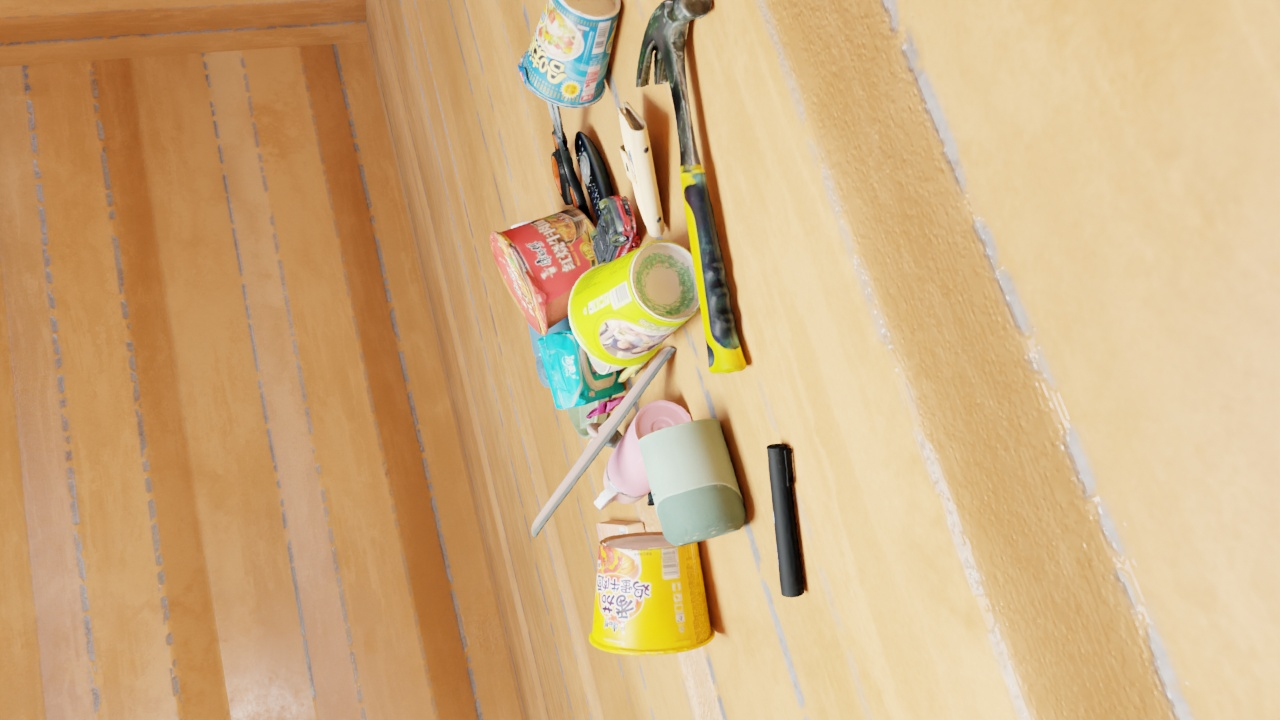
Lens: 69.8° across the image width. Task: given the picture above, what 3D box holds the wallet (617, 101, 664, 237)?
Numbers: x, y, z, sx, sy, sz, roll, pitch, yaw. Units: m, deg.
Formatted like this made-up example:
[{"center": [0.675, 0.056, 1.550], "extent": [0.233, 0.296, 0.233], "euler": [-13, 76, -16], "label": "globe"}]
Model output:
[{"center": [-0.002, -0.192, 0.916], "extent": [0.087, 0.024, 0.115], "euler": [-109, 5, -53], "label": "wallet"}]

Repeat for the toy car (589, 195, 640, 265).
[{"center": [-0.025, -0.138, 1.009], "extent": [0.121, 0.045, 0.053], "euler": [117, 136, -69], "label": "toy car"}]

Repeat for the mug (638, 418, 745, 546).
[{"center": [0.054, 0.119, 0.887], "extent": [0.111, 0.082, 0.106], "euler": [33, -140, -73], "label": "mug"}]

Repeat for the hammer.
[{"center": [0.049, -0.149, 0.808], "extent": [0.126, 0.031, 0.323], "euler": [-177, 76, -71], "label": "hammer"}]

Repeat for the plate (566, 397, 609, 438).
[{"center": [-0.088, -0.004, 1.299], "extent": [0.230, 0.027, 0.230], "euler": [168, 90, -72], "label": "plate"}]

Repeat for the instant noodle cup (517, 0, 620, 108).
[{"center": [-0.069, -0.339, 0.962], "extent": [0.110, 0.099, 0.099], "euler": [-59, 45, 52], "label": "instant noodle cup"}]

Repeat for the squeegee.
[{"center": [-0.043, 0.090, 1.085], "extent": [0.040, 0.247, 0.249], "euler": [36, 177, 7], "label": "squeegee"}]

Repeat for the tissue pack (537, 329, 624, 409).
[{"center": [-0.068, 0.006, 1.127], "extent": [0.133, 0.050, 0.093], "euler": [-17, -87, -66], "label": "tissue pack"}]

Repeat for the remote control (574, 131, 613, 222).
[{"center": [-0.051, -0.211, 1.075], "extent": [0.053, 0.024, 0.136], "euler": [104, 152, -60], "label": "remote control"}]

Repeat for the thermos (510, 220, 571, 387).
[{"center": [-0.122, -0.075, 1.213], "extent": [0.070, 0.070, 0.220], "euler": [175, 85, -72], "label": "thermos"}]

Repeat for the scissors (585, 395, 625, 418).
[{"center": [-0.040, 0.055, 1.151], "extent": [0.017, 0.056, 0.133], "euler": [63, -178, -2], "label": "scissors"}]

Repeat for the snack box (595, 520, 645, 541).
[{"center": [-0.022, 0.263, 1.256], "extent": [0.157, 0.026, 0.084], "euler": [154, 104, -71], "label": "snack box"}]

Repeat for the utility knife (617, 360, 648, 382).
[{"center": [-0.006, 0.006, 1.040], "extent": [0.018, 0.031, 0.166], "euler": [41, 167, 2], "label": "utility knife"}]

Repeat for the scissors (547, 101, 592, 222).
[{"center": [-0.086, -0.245, 1.102], "extent": [0.229, 0.021, 0.190], "euler": [119, 129, -77], "label": "scissors"}]

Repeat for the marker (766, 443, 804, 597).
[{"center": [0.123, 0.135, 0.773], "extent": [0.022, 0.020, 0.132], "euler": [1, 102, 42], "label": "marker"}]

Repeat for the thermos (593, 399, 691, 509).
[{"center": [-0.004, 0.115, 1.031], "extent": [0.067, 0.087, 0.199], "euler": [47, 153, 8], "label": "thermos"}]

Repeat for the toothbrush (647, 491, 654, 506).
[{"center": [0.035, 0.141, 1.044], "extent": [0.190, 0.014, 0.017], "euler": [126, 140, -65], "label": "toothbrush"}]

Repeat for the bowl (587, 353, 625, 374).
[{"center": [-0.026, -0.045, 1.037], "extent": [0.114, 0.062, 0.113], "euler": [168, 90, -73], "label": "bowl"}]

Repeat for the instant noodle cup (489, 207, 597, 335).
[{"center": [-0.104, -0.114, 1.115], "extent": [0.138, 0.108, 0.138], "euler": [54, 163, 25], "label": "instant noodle cup"}]

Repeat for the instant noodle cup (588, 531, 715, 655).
[{"center": [0.010, 0.249, 1.004], "extent": [0.138, 0.138, 0.110], "euler": [173, 94, -72], "label": "instant noodle cup"}]

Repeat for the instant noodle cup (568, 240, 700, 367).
[{"center": [0.003, -0.060, 0.894], "extent": [0.124, 0.111, 0.111], "euler": [-27, 74, 62], "label": "instant noodle cup"}]
